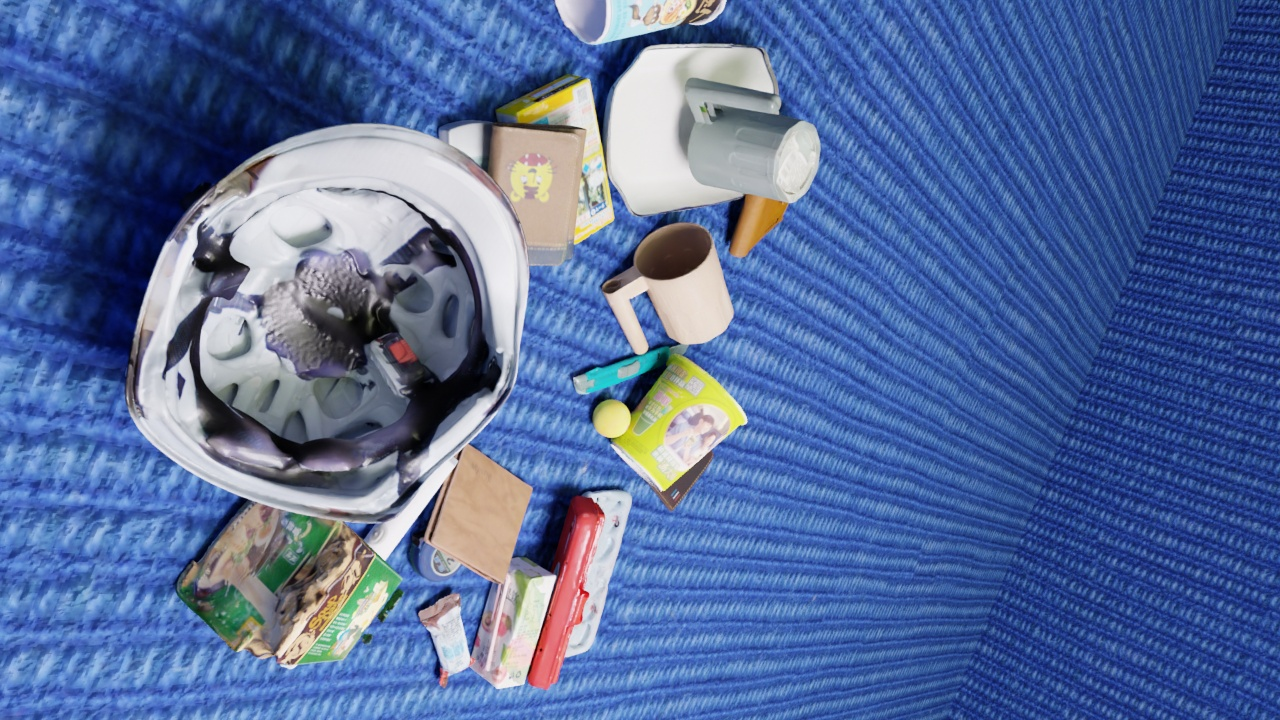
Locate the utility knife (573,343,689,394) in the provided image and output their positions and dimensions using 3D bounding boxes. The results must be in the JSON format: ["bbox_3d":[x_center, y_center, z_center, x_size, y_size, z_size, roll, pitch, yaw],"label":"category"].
[{"bbox_3d":[-0.006,0.006,0.995,0.184,0.013,0.029,-20,130,-44],"label":"utility knife"}]

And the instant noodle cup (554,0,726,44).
[{"bbox_3d":[-0.005,-0.319,0.768,0.120,0.111,0.111,-32,131,-27],"label":"instant noodle cup"}]

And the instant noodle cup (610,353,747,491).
[{"bbox_3d":[0.035,0.074,1.007,0.123,0.112,0.112,-46,139,-10],"label":"instant noodle cup"}]

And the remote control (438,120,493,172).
[{"bbox_3d":[-0.139,-0.130,0.762,0.056,0.019,0.135,-19,122,-44],"label":"remote control"}]

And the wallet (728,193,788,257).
[{"bbox_3d":[0.150,-0.194,1.037,0.118,0.035,0.131,-39,157,-37],"label":"wallet"}]

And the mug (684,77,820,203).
[{"bbox_3d":[0.104,-0.214,0.885,0.083,0.103,0.124,-53,141,-17],"label":"mug"}]

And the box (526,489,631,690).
[{"bbox_3d":[-0.070,0.242,1.003,0.157,0.069,0.201,-9,116,-75],"label":"box"}]

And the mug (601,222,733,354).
[{"bbox_3d":[0.031,-0.068,0.959,0.124,0.084,0.103,-31,136,-5],"label":"mug"}]

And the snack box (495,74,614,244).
[{"bbox_3d":[-0.072,-0.170,0.813,0.086,0.034,0.140,-38,132,-33],"label":"snack box"}]

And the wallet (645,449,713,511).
[{"bbox_3d":[0.039,0.114,1.101,0.096,0.020,0.122,-52,138,-19],"label":"wallet"}]

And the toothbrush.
[{"bbox_3d":[-0.234,0.169,0.793,0.220,0.027,0.026,-55,146,-15],"label":"toothbrush"}]

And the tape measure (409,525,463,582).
[{"bbox_3d":[-0.188,0.177,0.853,0.054,0.025,0.058,-38,124,-32],"label":"tape measure"}]

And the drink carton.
[{"bbox_3d":[-0.133,0.268,0.941,0.045,0.053,0.122,9,100,-51],"label":"drink carton"}]

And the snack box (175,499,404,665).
[{"bbox_3d":[-0.259,0.168,0.708,0.118,0.117,0.106,-53,152,-13],"label":"snack box"}]

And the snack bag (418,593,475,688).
[{"bbox_3d":[-0.188,0.276,0.902,0.045,0.026,0.105,-25,126,-30],"label":"snack bag"}]

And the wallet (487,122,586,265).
[{"bbox_3d":[-0.088,-0.138,0.764,0.090,0.033,0.115,-6,115,-35],"label":"wallet"}]

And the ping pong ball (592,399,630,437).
[{"bbox_3d":[-0.031,0.061,0.971,0.040,0.040,0.040,-26,126,-41],"label":"ping pong ball"}]

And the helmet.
[{"bbox_3d":[-0.201,-0.034,0.615,0.229,0.146,0.259,27,94,-28],"label":"helmet"}]

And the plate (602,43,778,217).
[{"bbox_3d":[0.050,-0.235,0.923,0.264,0.034,0.162,-20,123,-44],"label":"plate"}]

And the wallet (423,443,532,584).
[{"bbox_3d":[-0.150,0.144,0.864,0.115,0.020,0.101,47,49,-48],"label":"wallet"}]
